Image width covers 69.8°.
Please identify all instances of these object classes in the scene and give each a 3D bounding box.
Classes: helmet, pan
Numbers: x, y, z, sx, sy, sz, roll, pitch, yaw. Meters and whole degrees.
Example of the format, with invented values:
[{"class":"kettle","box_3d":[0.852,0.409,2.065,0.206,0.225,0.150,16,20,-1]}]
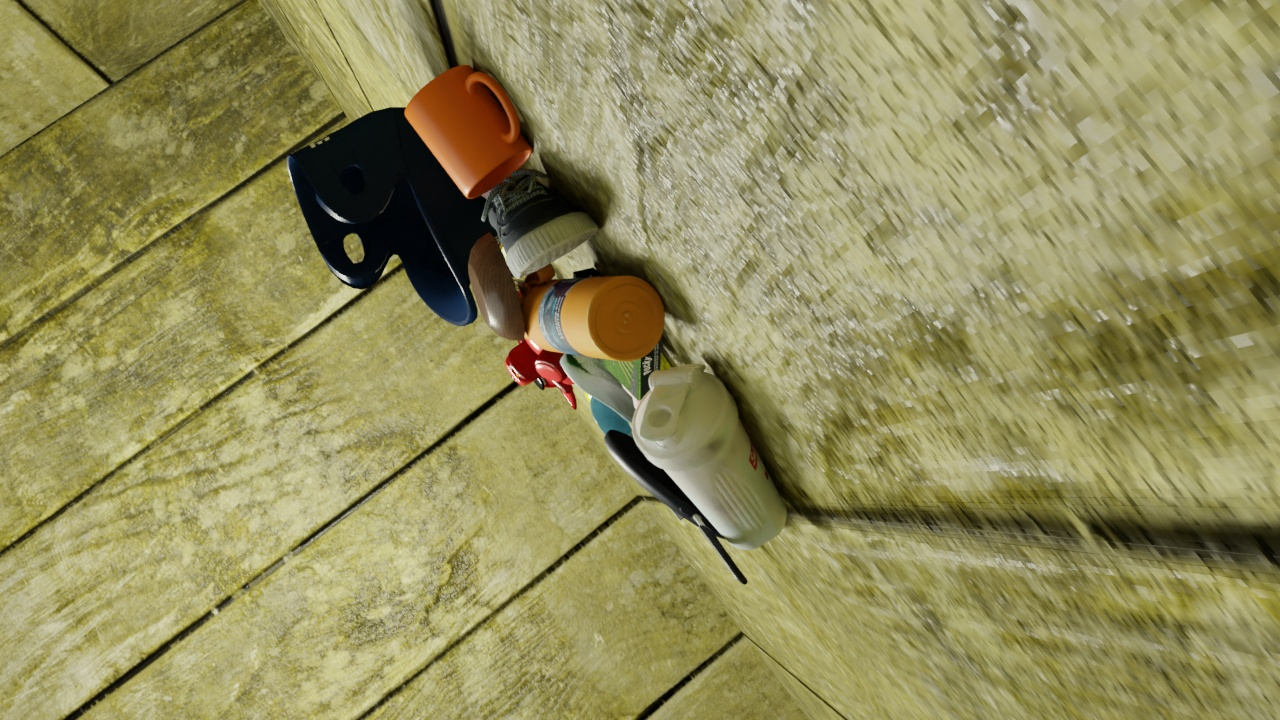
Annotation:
[{"class":"helmet","box_3d":[-0.258,-0.167,1.085,0.272,0.222,0.233,62,158,6]},{"class":"pan","box_3d":[0.054,0.165,1.004,0.198,0.021,0.356,35,-177,-17]}]

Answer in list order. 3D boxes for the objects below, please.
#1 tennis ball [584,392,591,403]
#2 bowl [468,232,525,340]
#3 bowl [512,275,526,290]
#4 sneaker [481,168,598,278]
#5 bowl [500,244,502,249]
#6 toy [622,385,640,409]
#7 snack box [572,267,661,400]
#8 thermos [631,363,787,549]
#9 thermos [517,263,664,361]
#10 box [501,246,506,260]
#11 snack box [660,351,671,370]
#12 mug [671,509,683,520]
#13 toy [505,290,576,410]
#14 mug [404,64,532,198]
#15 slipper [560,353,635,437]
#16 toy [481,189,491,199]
[{"class":"tennis ball","box_3d":[-0.052,0.042,1.372,0.065,0.065,0.065,51,172,10]},{"class":"bowl","box_3d":[-0.153,-0.072,0.945,0.118,0.030,0.118,161,90,-74]},{"class":"bowl","box_3d":[-0.171,-0.094,1.436,0.112,0.061,0.113,19,150,11]},{"class":"sneaker","box_3d":[-0.103,-0.136,0.868,0.087,0.089,0.235,60,175,-13]},{"class":"bowl","box_3d":[-0.245,-0.196,1.280,0.117,0.067,0.117,37,135,47]},{"class":"toy","box_3d":[-0.006,0.006,1.048,0.110,0.047,0.063,62,166,-14]},{"class":"snack box","box_3d":[-0.027,-0.030,0.960,0.147,0.025,0.080,44,141,48]},{"class":"thermos","box_3d":[0.068,0.093,0.864,0.099,0.099,0.220,44,172,47]},{"class":"thermos","box_3d":[-0.061,-0.051,0.900,0.233,0.076,0.091,-172,84,-64]},{"class":"box","box_3d":[-0.210,-0.181,1.404,0.141,0.047,0.188,52,172,-8]},{"class":"snack box","box_3d":[0.038,0.041,1.006,0.148,0.029,0.040,54,172,-11]},{"class":"mug","box_3d":[0.065,0.163,1.267,0.077,0.071,0.105,51,145,10]},{"class":"toy","box_3d":[-0.143,-0.015,1.361,0.158,0.120,0.198,48,159,13]},{"class":"mug","box_3d":[-0.152,-0.219,0.847,0.096,0.077,0.113,53,144,-3]},{"class":"slipper","box_3d":[-0.031,0.061,1.186,0.245,0.074,0.104,39,-172,-49]},{"class":"toy","box_3d":[-0.159,-0.213,0.946,0.096,0.052,0.099,17,132,57]}]
